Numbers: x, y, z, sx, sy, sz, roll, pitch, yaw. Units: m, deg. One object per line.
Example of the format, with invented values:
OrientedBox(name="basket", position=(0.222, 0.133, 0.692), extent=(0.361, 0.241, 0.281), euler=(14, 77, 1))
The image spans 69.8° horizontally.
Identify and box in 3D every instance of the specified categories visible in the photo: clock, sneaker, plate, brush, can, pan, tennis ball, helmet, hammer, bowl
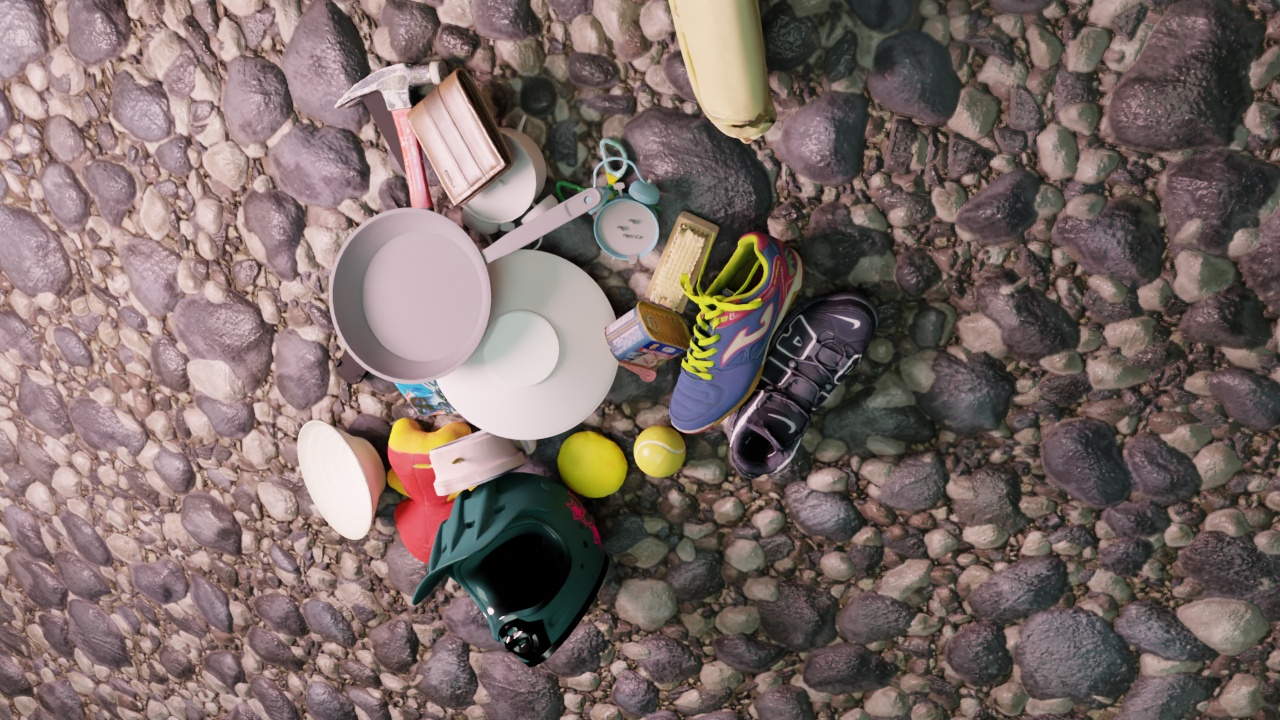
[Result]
OrientedBox(name="clock", position=(-0.196, 0.118, 1.166), extent=(0.117, 0.157, 0.059), euler=(-17, 93, 47))
OrientedBox(name="sneaker", position=(0.171, 0.036, 1.028), extent=(0.097, 0.150, 0.253), euler=(32, 117, 0))
OrientedBox(name="plate", position=(-0.139, -0.016, 1.084), extent=(0.229, 0.030, 0.229), euler=(0, 98, 1))
OrientedBox(name="sneaker", position=(0.085, -0.032, 1.021), extent=(0.116, 0.091, 0.242), euler=(35, 101, 42))
OrientedBox(name="brush", position=(0.046, -0.110, 1.058), extent=(0.049, 0.039, 0.117), euler=(26, 116, 4))
OrientedBox(name="clock", position=(-0.159, -0.197, 1.063), extent=(0.120, 0.061, 0.159), euler=(-3, 112, 17))
OrientedBox(name="can", position=(0.009, -0.027, 1.075), extent=(0.059, 0.099, 0.054), euler=(-32, 63, 27))
OrientedBox(name="pan", position=(-0.195, -0.106, 1.040), extent=(0.357, 0.050, 0.200), euler=(-25, 88, 13))
OrientedBox(name="clock", position=(-0.019, -0.170, 1.036), extent=(0.087, 0.041, 0.123), euler=(-7, 120, 13))
OrientedBox(name="tennis ball", position=(0.024, 0.114, 1.152), extent=(0.065, 0.065, 0.065), euler=(6, 115, 13))
OrientedBox(name="helmet", position=(-0.162, 0.245, 1.146), extent=(0.177, 0.274, 0.200), euler=(-41, 97, 19))
OrientedBox(name="hammer", position=(-0.268, -0.180, 1.091), extent=(0.141, 0.036, 0.326), euler=(-4, 104, 17))
OrientedBox(name="bowl", position=(-0.404, 0.157, 1.278), extent=(0.177, 0.057, 0.177), euler=(19, 120, 36))

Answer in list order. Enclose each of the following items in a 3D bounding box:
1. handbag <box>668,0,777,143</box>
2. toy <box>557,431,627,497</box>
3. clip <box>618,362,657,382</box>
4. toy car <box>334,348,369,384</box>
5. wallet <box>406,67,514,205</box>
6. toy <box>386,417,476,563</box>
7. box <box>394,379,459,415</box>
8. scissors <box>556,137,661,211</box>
OrientedBox(name="handbag", position=(0.073, -0.339, 0.876), extent=(0.088, 0.190, 0.233), euler=(-13, 124, 2))
OrientedBox(name="toy", position=(-0.064, 0.137, 1.202), extent=(0.095, 0.041, 0.094), euler=(41, 113, -5))
OrientedBox(name="clip", position=(-0.007, 0.002, 1.138), extent=(0.060, 0.044, 0.023), euler=(19, 125, -27))
OrientedBox(name="toy car", position=(-0.374, -0.005, 1.226), extent=(0.042, 0.036, 0.092), euler=(39, 128, -6))
OrientedBox(name="wallet", position=(-0.199, -0.244, 1.009), extent=(0.099, 0.026, 0.121), euler=(-26, 93, 37))
OrientedBox(name="toy", position=(-0.283, 0.188, 1.259), extent=(0.148, 0.098, 0.216), euler=(5, 110, 22))
OrientedBox(name="box", position=(-0.214, 0.004, 1.167), extent=(0.244, 0.070, 0.171), euler=(-5, 113, 18))
OrientedBox(name="scissors", position=(-0.035, -0.197, 1.056), extent=(0.125, 0.011, 0.130), euler=(16, 118, 3))
